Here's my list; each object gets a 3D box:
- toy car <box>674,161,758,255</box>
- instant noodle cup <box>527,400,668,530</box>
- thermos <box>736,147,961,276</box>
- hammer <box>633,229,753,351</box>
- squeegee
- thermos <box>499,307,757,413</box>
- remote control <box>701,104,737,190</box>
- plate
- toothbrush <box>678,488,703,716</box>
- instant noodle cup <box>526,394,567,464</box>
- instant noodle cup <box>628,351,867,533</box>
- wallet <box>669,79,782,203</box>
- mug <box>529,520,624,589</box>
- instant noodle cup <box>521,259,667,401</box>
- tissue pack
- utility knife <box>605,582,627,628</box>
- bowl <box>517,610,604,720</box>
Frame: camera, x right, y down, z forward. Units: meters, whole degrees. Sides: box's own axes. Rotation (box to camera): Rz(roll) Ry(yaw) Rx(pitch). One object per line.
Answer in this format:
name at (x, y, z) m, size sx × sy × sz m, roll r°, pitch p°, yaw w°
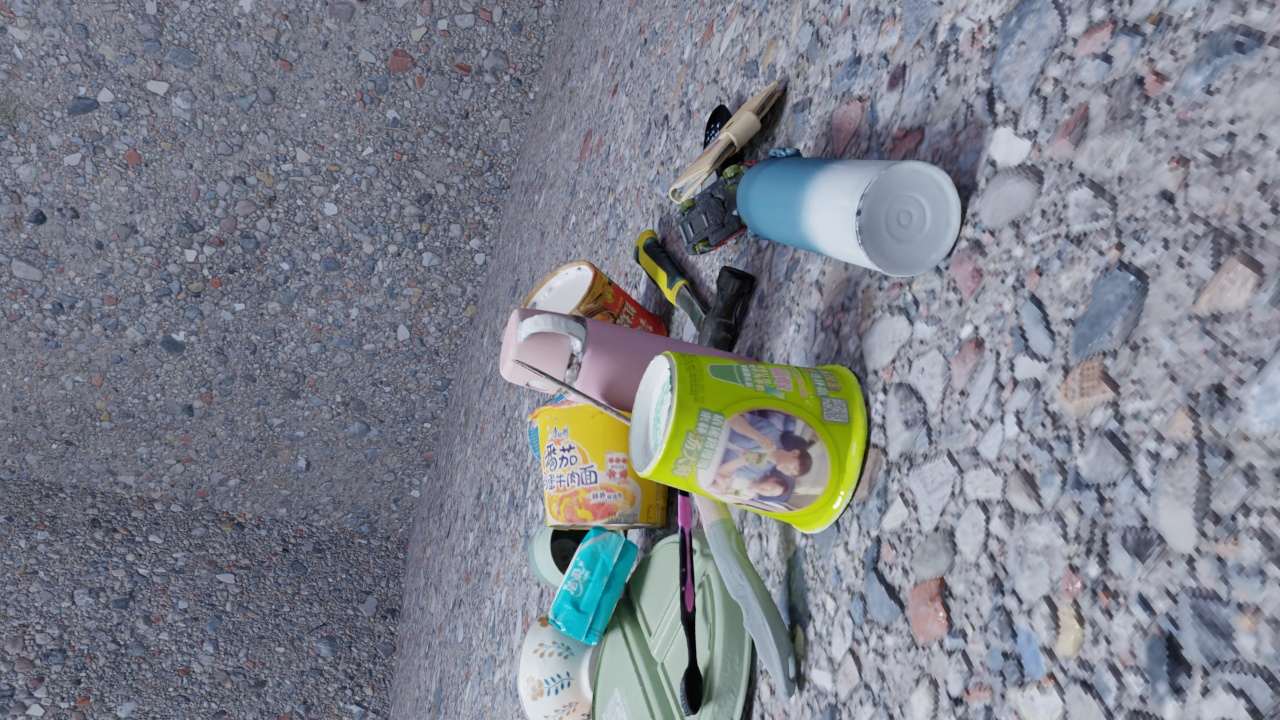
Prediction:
toy car at (0.076, -0.131, 0.792) m, size 0.121 × 0.045 × 0.053 m, roll -26°, pitch 84°, yaw 59°
instant noodle cup at (-0.033, 0.102, 0.857) m, size 0.138 × 0.138 × 0.109 m, roll 146°, pitch 126°, yaw -67°
thermos at (0.121, -0.102, 0.599) m, size 0.220 × 0.070 × 0.070 m, roll -134°, pitch 58°, yaw -71°
hammer at (0.035, -0.070, 0.923) m, size 0.323 × 0.032 × 0.126 m, roll -119°, pitch 45°, yaw -66°
squeegee at (0.046, 0.113, 0.628) m, size 0.040 × 0.247 × 0.249 m, roll -42°, pitch 53°, yaw 12°
thermos at (-0.004, 0.004, 0.704) m, size 0.087 × 0.198 × 0.067 m, roll 137°, pitch 144°, yaw -60°
remote control at (0.077, -0.183, 0.882) m, size 0.053 × 0.024 × 0.136 m, roll 140°, pitch 138°, yaw -61°
plate at (0.015, 0.241, 0.714) m, size 0.231 × 0.027 × 0.229 m, roll -54°, pitch 24°, yaw 38°
toothbrush at (0.034, 0.169, 0.674) m, size 0.188 × 0.014 × 0.018 m, roll -90°, pitch 18°, yaw -45°
instant noodle cup at (-0.068, 0.070, 1.066) m, size 0.110 × 0.099 × 0.099 m, roll -40°, pitch 39°, yaw 53°
instant noodle cup at (0.061, 0.044, 0.584) m, size 0.112 × 0.123 × 0.111 m, roll -168°, pitch 91°, yaw -74°
wallet at (0.077, -0.193, 0.811) m, size 0.115 × 0.024 × 0.087 m, roll -50°, pitch 7°, yaw -18°
mug at (-0.064, 0.192, 0.988) m, size 0.111 × 0.082 × 0.107 m, roll -51°, pitch 4°, yaw -25°
instant noodle cup at (-0.060, -0.032, 0.973) m, size 0.138 × 0.108 × 0.137 m, roll -30°, pitch 33°, yaw 22°
tissue pack at (-0.043, 0.198, 0.812) m, size 0.134 × 0.050 × 0.093 m, roll 104°, pitch -170°, yaw -74°
utility knife at (-0.041, 0.265, 0.950) m, size 0.167 × 0.018 × 0.030 m, roll 128°, pitch 154°, yaw -53°
bowl at (-0.062, 0.297, 0.880) m, size 0.062 × 0.113 × 0.113 m, roll -9°, pitch 61°, yaw 27°
